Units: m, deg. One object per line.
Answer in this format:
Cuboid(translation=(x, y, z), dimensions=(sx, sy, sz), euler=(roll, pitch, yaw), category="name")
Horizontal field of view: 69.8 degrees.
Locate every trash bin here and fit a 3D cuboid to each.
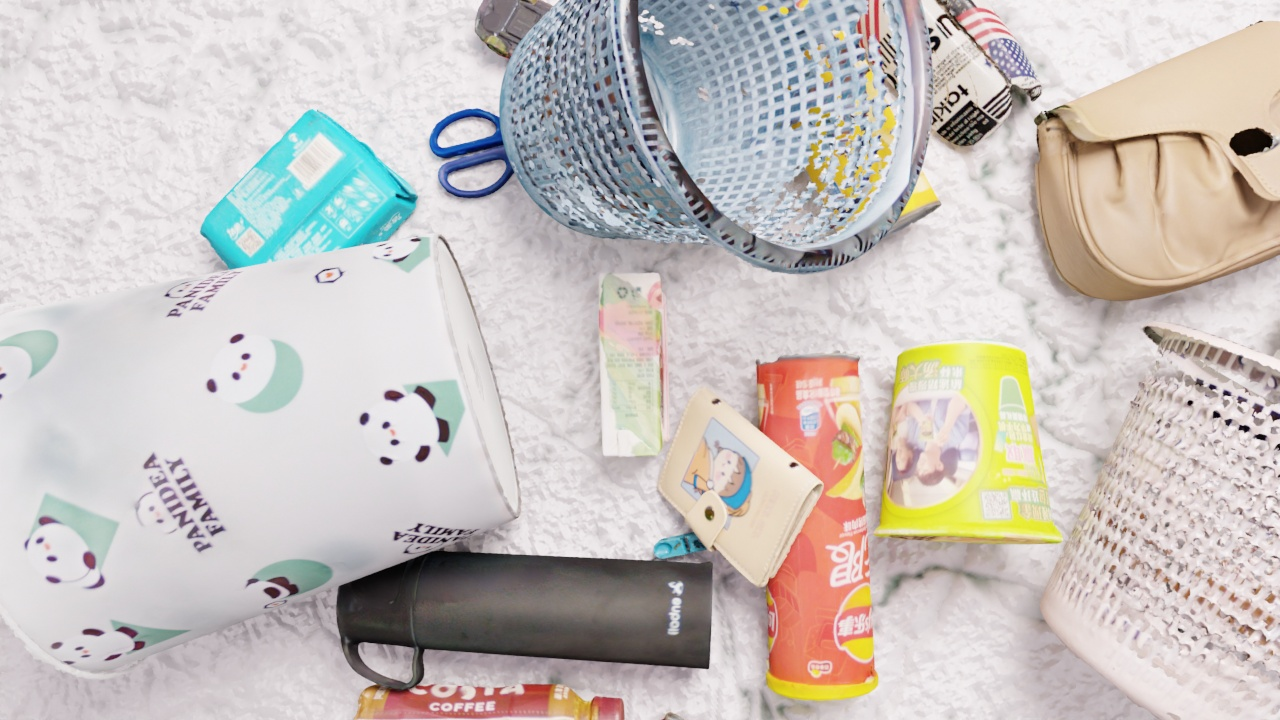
Cuboid(translation=(0.351, 0.113, 0.530), dimensions=(0.227, 0.227, 0.192), euler=(30, 100, 5), category="trash bin")
Cuboid(translation=(-0.217, 0.043, 0.558), dimensions=(0.252, 0.230, 0.229), euler=(-15, 85, -4), category="trash bin")
Cuboid(translation=(0.025, -0.158, 0.544), dimensions=(0.226, 0.195, 0.226), euler=(-1, 91, -36), category="trash bin")

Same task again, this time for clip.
Cuboid(translation=(0.036, 0.125, 0.630), dimensions=(0.056, 0.039, 0.014), euler=(-13, 84, 11), category="clip")

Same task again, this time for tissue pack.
Cuboid(translation=(-0.234, -0.100, 0.647), dimensions=(0.093, 0.050, 0.133), euler=(44, 89, 4), category="tissue pack")

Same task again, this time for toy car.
Cuboid(translation=(-0.068, -0.228, 0.657), dimensions=(0.106, 0.031, 0.049), euler=(28, 87, 4), category="toy car")

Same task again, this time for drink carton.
Cuboid(translation=(-0.004, 0.004, 0.625), dimensions=(0.045, 0.053, 0.122), euler=(-2, 86, 3), category="drink carton")

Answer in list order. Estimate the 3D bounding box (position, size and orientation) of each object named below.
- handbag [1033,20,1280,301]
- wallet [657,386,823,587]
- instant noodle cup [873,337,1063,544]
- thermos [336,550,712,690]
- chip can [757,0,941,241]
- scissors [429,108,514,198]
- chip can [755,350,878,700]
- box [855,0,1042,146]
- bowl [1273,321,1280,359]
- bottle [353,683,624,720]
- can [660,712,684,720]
Cuboid(translation=(0.363, -0.128, 0.591), dimensions=(0.204, 0.100, 0.147), euler=(-23, 82, -2), category="handbag")
Cuboid(translation=(0.059, 0.082, 0.595), dimensions=(0.115, 0.024, 0.087), euler=(40, 112, 41), category="wallet")
Cuboid(translation=(0.207, 0.053, 0.587), dimensions=(0.112, 0.112, 0.123), euler=(3, 78, 3), category="instant noodle cup")
Cuboid(translation=(-0.074, 0.174, 0.609), dimensions=(0.242, 0.068, 0.090), euler=(1, 79, 5), category="thermos")
Cuboid(translation=(0.124, -0.182, 0.624), dimensions=(0.072, 0.072, 0.213), euler=(-25, 86, 1), category="chip can")
Cuboid(translation=(-0.070, -0.174, 0.663), dimensions=(0.175, 0.012, 0.108), euler=(-38, 85, -1), category="scissors")
Cuboid(translation=(0.115, 0.104, 0.602), dimensions=(0.073, 0.073, 0.216), euler=(-1, 85, 3), category="chip can")
Cuboid(translation=(0.211, -0.233, 0.635), dimensions=(0.087, 0.076, 0.162), euler=(-34, 81, -24), category="box")
Cuboid(translation=(0.455, 0.000, 0.583), dimensions=(0.116, 0.116, 0.066), euler=(44, 133, 5), category="bowl")
Cuboid(translation=(-0.098, 0.245, 0.609), dimensions=(0.175, 0.057, 0.057), euler=(-1, 85, 3), category="bottle")
Cuboid(translation=(-0.007, 0.300, 0.602), dimensions=(0.053, 0.053, 0.132), euler=(42, 89, 5), category="can")
